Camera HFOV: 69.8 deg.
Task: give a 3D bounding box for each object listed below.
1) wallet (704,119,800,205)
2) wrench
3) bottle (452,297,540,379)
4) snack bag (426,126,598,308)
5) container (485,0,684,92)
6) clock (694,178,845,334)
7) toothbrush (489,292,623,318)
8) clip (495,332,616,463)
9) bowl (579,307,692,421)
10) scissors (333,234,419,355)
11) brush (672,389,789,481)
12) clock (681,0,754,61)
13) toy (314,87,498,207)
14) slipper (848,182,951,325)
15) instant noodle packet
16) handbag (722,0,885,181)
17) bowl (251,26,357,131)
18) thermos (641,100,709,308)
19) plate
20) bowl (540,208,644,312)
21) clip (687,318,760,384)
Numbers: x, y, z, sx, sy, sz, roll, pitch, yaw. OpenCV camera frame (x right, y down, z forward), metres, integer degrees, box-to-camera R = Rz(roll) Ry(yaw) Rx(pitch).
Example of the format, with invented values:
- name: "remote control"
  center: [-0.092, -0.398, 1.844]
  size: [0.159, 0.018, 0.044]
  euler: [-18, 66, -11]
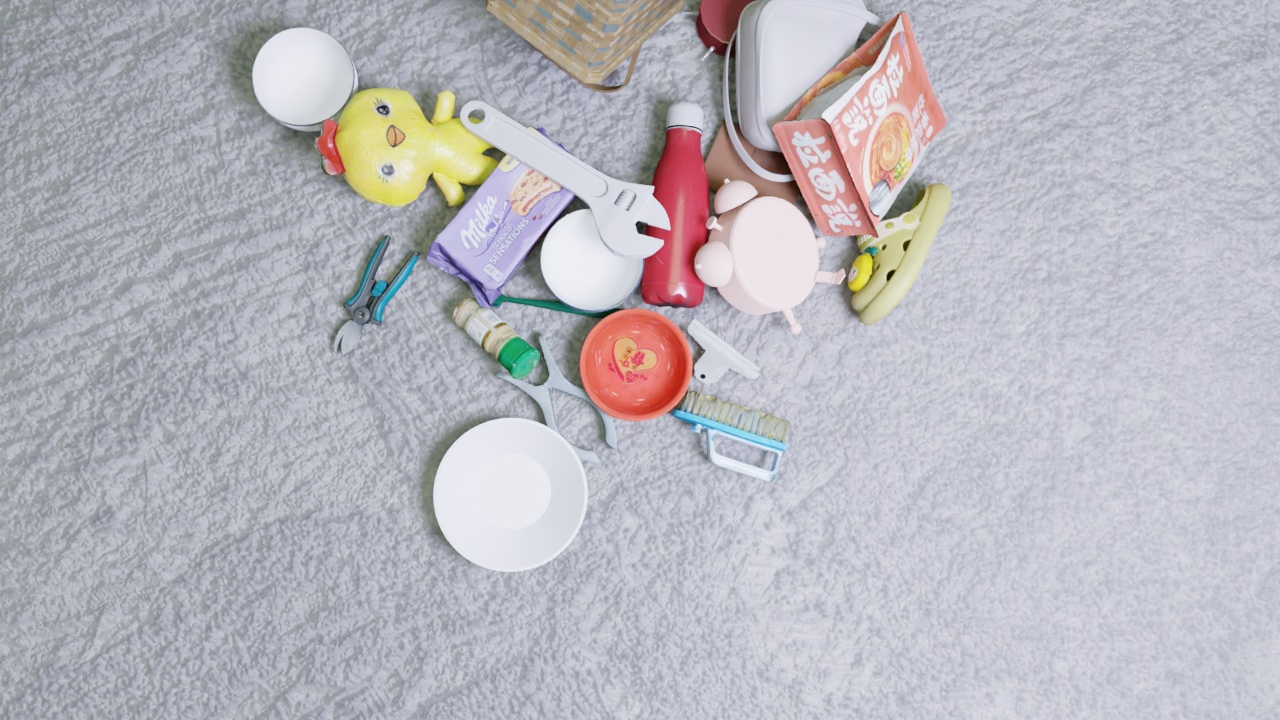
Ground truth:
- name: "wallet"
  center: [0.138, -0.228, 1.106]
  size: [0.121, 0.013, 0.087]
  euler: [25, 87, -4]
- name: "wrench"
  center: [-0.090, -0.204, 1.030]
  size: [0.273, 0.018, 0.086]
  euler: [30, 81, 3]
- name: "bottle"
  center: [-0.167, -0.026, 1.051]
  size: [0.111, 0.043, 0.043]
  euler: [40, 85, 17]
- name: "snack bag"
  center: [-0.148, -0.167, 1.062]
  size: [0.096, 0.058, 0.205]
  euler: [39, 84, 1]
- name: "container"
  center: [-0.054, -0.402, 1.030]
  size: [0.157, 0.187, 0.249]
  euler: [36, 49, -2]
- name: "clock"
  center: [0.146, -0.122, 1.047]
  size: [0.160, 0.086, 0.131]
  euler: [26, 72, -21]
- name: "toothbrush"
  center: [-0.093, -0.062, 1.085]
  size: [0.190, 0.017, 0.016]
  euler: [7, 70, -5]
- name: "clip"
  center: [-0.079, 0.041, 1.077]
  size: [0.163, 0.028, 0.106]
  euler: [45, 84, -2]
- name: "bowl"
  center: [-0.006, 0.006, 1.072]
  size: [0.130, 0.045, 0.130]
  euler: [0, 88, -4]
- name: "scissors"
  center: [-0.307, -0.076, 1.069]
  size: [0.149, 0.019, 0.131]
  euler: [-15, 88, -5]
- name: "brush"
  center: [0.100, 0.087, 1.071]
  size: [0.136, 0.055, 0.075]
  euler: [19, 82, -2]
- name: "clock"
  center: [0.120, -0.414, 1.097]
  size: [0.124, 0.044, 0.087]
  euler: [-22, 89, -4]
- name: "toy"
  center: [-0.260, -0.241, 1.048]
  size: [0.207, 0.092, 0.134]
  euler: [-3, 90, -14]
- name: "slipper"
  center: [0.295, -0.135, 1.078]
  size: [0.081, 0.092, 0.190]
  euler: [30, 83, 0]
- name: "instant noodle packet"
  center: [0.270, -0.272, 1.056]
  size: [0.220, 0.084, 0.164]
  euler: [-49, 124, -22]
- name: "handbag"
  center: [0.217, -0.328, 1.080]
  size: [0.222, 0.095, 0.216]
  euler: [-9, 109, -22]
- name: "bowl"
  center: [-0.378, -0.315, 1.051]
  size: [0.113, 0.063, 0.113]
  euler: [0, 87, -4]
- name: "thermos"
  center: [0.045, -0.182, 1.069]
  size: [0.073, 0.073, 0.240]
  euler: [4, 87, -4]
- name: "plate"
  center: [-0.149, 0.153, 1.062]
  size: [0.174, 0.036, 0.174]
  euler: [0, 88, -4]
- name: "bowl"
  center: [-0.056, -0.112, 1.065]
  size: [0.118, 0.062, 0.118]
  euler: [0, 88, -4]
- name: "clip"
  center: [0.092, -0.003, 1.092]
  size: [0.102, 0.054, 0.057]
  euler: [37, 51, -1]
